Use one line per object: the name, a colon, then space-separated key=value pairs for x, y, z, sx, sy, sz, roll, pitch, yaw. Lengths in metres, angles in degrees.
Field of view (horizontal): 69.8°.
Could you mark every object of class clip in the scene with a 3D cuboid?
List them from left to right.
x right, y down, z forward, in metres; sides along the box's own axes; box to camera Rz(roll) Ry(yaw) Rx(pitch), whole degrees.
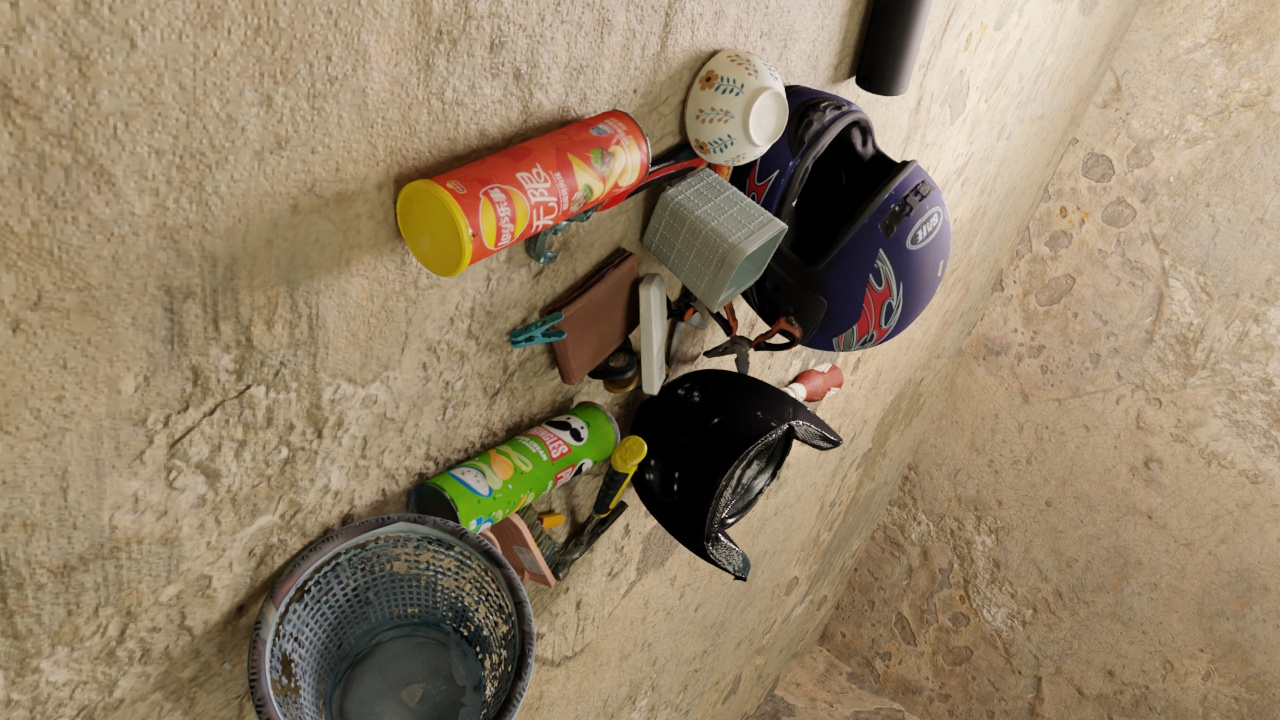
clip: x=-0.096 y=-0.026 z=0.861 sx=0.055 sy=0.013 sz=0.038 roll=-19 pitch=135 yaw=-13

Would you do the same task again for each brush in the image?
brush: x=-0.138 y=0.197 z=0.987 sx=0.072 sy=0.063 sz=0.146 roll=-56 pitch=146 yaw=-33

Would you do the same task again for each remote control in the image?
remote control: x=0.014 y=-0.028 z=0.970 sx=0.048 sy=0.024 sz=0.125 roll=-60 pitch=151 yaw=-63

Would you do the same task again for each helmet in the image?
helmet: x=0.106 y=0.126 z=1.170 sx=0.233 sy=0.230 sz=0.274 roll=-54 pitch=166 yaw=1
helmet: x=0.244 y=-0.150 z=1.090 sx=0.246 sy=0.240 sz=0.316 roll=-46 pitch=152 yaw=-26

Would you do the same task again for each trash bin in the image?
trash bin: x=-0.215 y=0.279 z=0.820 sx=0.226 sy=0.226 sz=0.196 roll=-41 pitch=163 yaw=-31

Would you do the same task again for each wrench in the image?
wrench: x=-0.008 y=-0.166 z=0.879 sx=0.272 sy=0.016 sz=0.056 roll=-37 pitch=148 yaw=-37

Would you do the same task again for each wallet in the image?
wallet: x=-0.046 y=-0.046 z=0.934 sx=0.124 sy=0.032 sz=0.101 roll=-43 pitch=148 yaw=-29

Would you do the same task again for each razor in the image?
razor: x=-0.006 y=0.006 z=1.047 sx=0.167 sy=0.062 sz=0.067 roll=12 pitch=77 yaw=-69

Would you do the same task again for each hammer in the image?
hammer: x=-0.042 y=0.165 z=1.078 sx=0.125 sy=0.032 sz=0.324 roll=-44 pitch=169 yaw=-30

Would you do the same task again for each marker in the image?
marker: x=-0.130 y=0.191 z=1.070 sx=0.123 sy=0.015 sz=0.018 roll=2 pitch=116 yaw=-58

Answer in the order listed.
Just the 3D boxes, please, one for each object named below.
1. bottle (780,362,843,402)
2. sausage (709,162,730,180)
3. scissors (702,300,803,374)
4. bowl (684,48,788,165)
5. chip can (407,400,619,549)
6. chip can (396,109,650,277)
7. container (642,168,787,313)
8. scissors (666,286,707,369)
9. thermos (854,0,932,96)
bottle: x=0.295 y=0.048 z=1.611 sx=0.205 sy=0.060 sz=0.060 roll=-17 pitch=133 yaw=-54
sausage: x=0.093 y=-0.230 z=0.979 sx=0.021 sy=0.021 sz=0.165 roll=-25 pitch=139 yaw=-49
scissors: x=0.127 y=-0.029 z=1.133 sx=0.015 sy=0.189 sz=0.226 roll=-58 pitch=137 yaw=-21
bowl: x=0.105 y=-0.245 z=0.904 sx=0.113 sy=0.062 sz=0.114 roll=-21 pitch=124 yaw=-35
chip can: x=-0.121 y=0.111 z=0.929 sx=0.235 sy=0.072 sz=0.072 roll=-25 pitch=140 yaw=-48
chip can: x=-0.083 y=-0.135 z=0.715 sx=0.215 sy=0.073 sz=0.073 roll=-33 pitch=145 yaw=-41
container: x=0.071 y=-0.127 z=0.940 sx=0.089 sy=0.111 sz=0.090 roll=-37 pitch=162 yaw=-37
scissors: x=0.046 y=-0.070 z=1.084 sx=0.228 sy=0.022 sz=0.221 roll=-21 pitch=141 yaw=-54
thermos: x=0.320 y=-0.432 z=1.079 sx=0.068 sy=0.090 sz=0.243 roll=-22 pitch=141 yaw=-26
